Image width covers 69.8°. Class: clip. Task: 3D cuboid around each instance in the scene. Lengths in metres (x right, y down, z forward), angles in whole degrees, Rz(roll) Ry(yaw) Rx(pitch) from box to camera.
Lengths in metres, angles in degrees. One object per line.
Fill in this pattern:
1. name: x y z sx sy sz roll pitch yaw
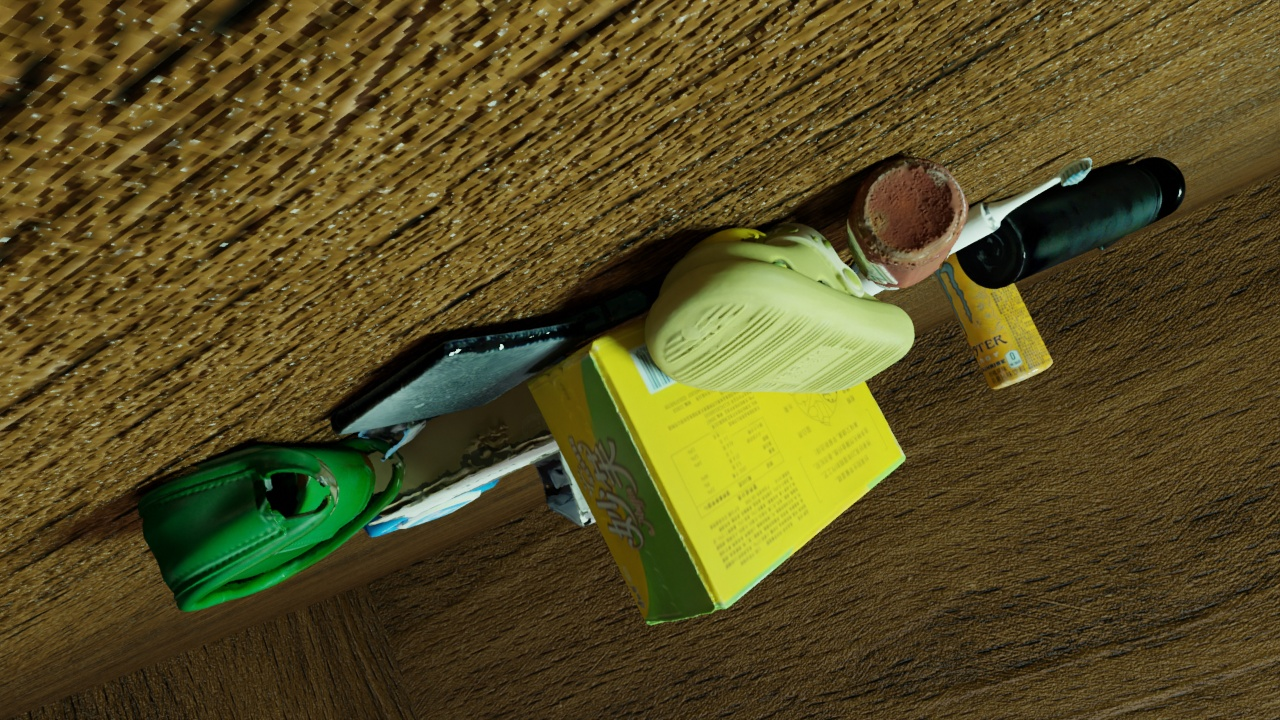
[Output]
1. clip: -0.021 -0.025 0.524 0.056 0.013 0.039 -22 172 6
2. clip: -0.148 0.042 0.560 0.027 0.045 0.058 -52 173 6

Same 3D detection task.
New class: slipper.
1. slipper: 0.074 -0.030 0.506 0.190 0.081 0.092 10 141 -43

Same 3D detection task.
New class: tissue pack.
1. tissue pack: -0.184 0.109 0.797 0.094 0.052 0.158 -17 170 -40

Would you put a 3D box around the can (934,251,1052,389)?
1. can: 0.316 -0.049 0.836 0.058 0.146 0.058 -23 172 -4

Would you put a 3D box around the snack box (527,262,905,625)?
1. snack box: 0.055 0.039 0.560 0.209 0.157 0.070 -25 178 -44

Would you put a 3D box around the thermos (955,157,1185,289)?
1. thermos: 0.387 -0.118 0.820 0.242 0.068 0.090 -18 136 -28

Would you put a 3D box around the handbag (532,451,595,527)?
1. handbag: 0.015 0.062 0.765 0.196 0.098 0.145 -19 171 -17

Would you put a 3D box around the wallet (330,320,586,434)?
1. wallet: -0.098 0.009 0.496 0.121 0.019 0.097 -28 170 41

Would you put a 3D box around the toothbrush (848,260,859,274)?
1. toothbrush: 0.173 -0.070 0.771 0.014 0.016 0.190 -15 172 -6

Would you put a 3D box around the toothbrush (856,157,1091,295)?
1. toothbrush: 0.258 -0.104 0.745 0.222 0.026 0.026 -30 -149 42

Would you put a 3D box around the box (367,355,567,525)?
1. box: -0.120 0.057 0.627 0.184 0.059 0.089 -23 171 8

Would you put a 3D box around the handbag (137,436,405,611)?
1. handbag: -0.208 0.088 0.531 0.120 0.068 0.131 -25 172 7

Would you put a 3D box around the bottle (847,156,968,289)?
1. bottle: 0.159 -0.072 0.563 0.060 0.059 0.206 -25 172 11
